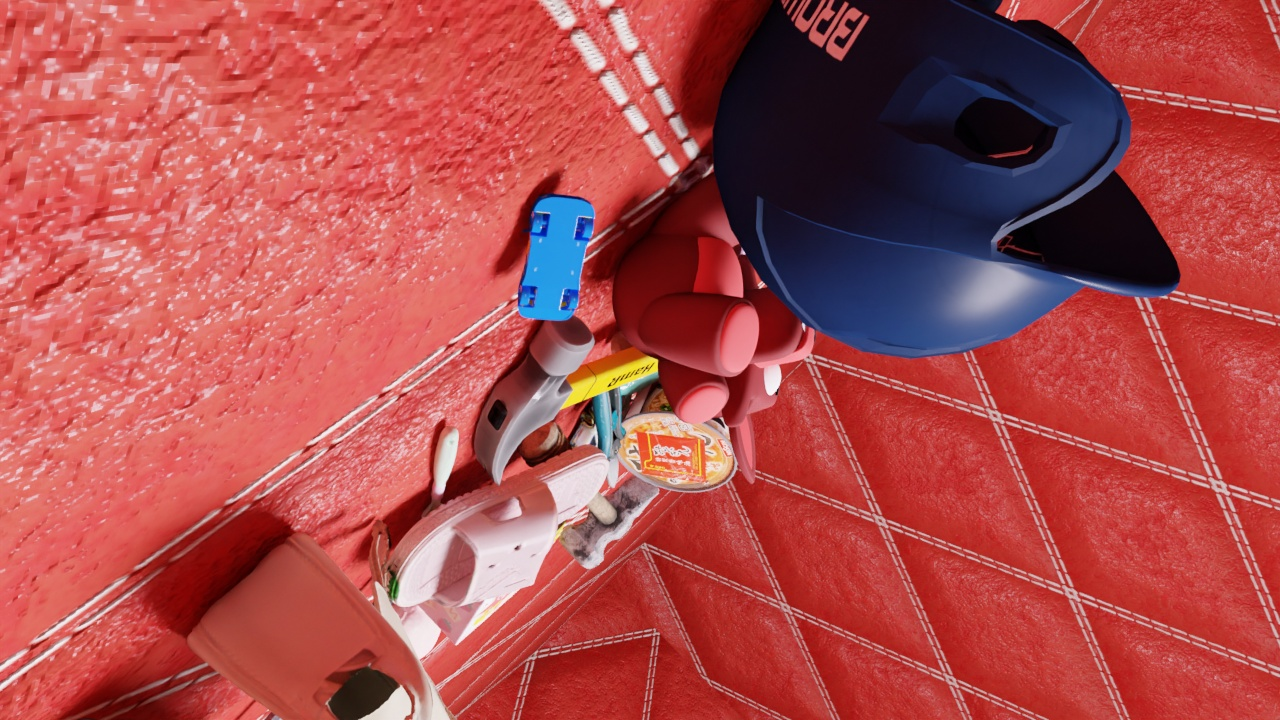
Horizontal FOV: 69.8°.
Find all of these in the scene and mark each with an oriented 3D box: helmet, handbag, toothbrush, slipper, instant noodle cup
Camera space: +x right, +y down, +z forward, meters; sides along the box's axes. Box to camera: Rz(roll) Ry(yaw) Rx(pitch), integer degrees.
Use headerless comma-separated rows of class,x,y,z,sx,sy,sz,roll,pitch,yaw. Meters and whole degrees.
helmet,0.173,-0.105,0.520,0.231,0.272,0.224,-83,-169,-49
handbag,-0.155,0.173,0.543,0.131,0.184,0.229,-48,155,-24
toothbrush,-0.142,0.083,0.653,0.022,0.015,0.155,-7,153,-20
slipper,-0.098,0.141,0.736,0.238,0.064,0.094,-24,146,-49
instant noodle cup,0.046,0.047,0.927,0.124,0.123,0.121,121,-10,-49

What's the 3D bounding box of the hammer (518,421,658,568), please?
hammer,-0.057,0.125,0.912,0.121,0.049,0.319,-45,156,-9

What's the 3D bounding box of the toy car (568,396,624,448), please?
toy car,-0.044,0.069,0.930,0.047,0.033,0.106,-36,164,-38

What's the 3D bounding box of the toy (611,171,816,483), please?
toy,0.062,-0.021,0.655,0.121,0.158,0.197,-10,146,21

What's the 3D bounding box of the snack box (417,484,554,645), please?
snack box,-0.145,0.180,0.814,0.092,0.079,0.095,-36,164,-46

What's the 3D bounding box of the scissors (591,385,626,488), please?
scissors,-0.026,0.058,0.847,0.136,0.019,0.138,39,67,-66

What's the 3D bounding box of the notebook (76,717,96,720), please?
notebook,-0.241,0.261,0.568,0.226,0.167,0.024,113,-9,-61

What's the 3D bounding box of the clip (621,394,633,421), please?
clip,-0.017,0.052,0.984,0.076,0.044,0.023,-46,171,-1

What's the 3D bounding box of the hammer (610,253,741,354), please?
hammer,0.098,-0.089,0.841,0.330,0.031,0.120,-37,144,-31

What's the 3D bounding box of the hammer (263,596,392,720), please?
hammer,-0.266,0.258,0.737,0.322,0.044,0.098,-47,169,-1

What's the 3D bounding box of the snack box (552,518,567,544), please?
snack box,-0.129,0.198,1.037,0.088,0.040,0.126,-40,167,-32

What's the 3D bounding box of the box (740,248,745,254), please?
box,0.108,-0.152,0.709,0.076,0.033,0.214,-44,169,-15

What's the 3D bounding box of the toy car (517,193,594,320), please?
toy car,-0.050,-0.058,0.494,0.033,0.061,0.092,4,125,-16

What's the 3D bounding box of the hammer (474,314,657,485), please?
hammer,-0.004,0.004,0.749,0.323,0.034,0.170,-21,154,-50

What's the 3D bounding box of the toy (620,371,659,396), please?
toy,0.006,-0.007,0.855,0.084,0.033,0.105,-11,143,-47

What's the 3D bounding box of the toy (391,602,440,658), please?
toy,-0.212,0.240,0.870,0.105,0.053,0.108,-60,169,-7
